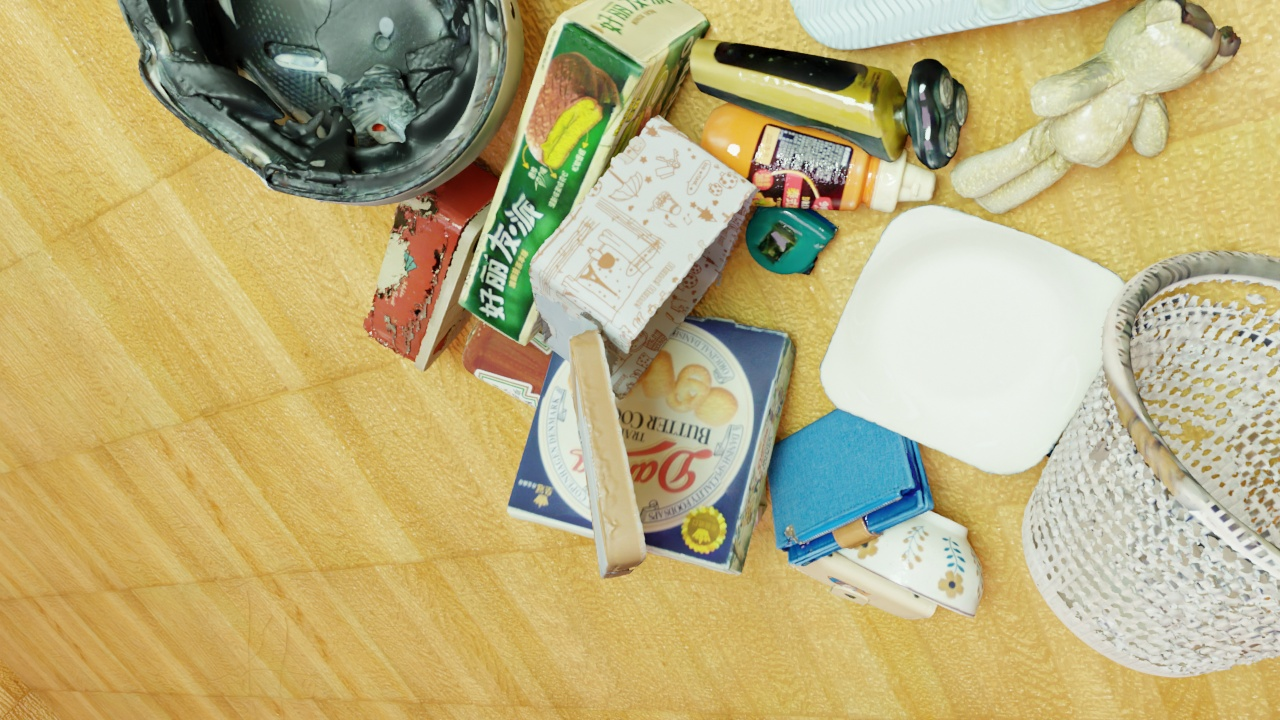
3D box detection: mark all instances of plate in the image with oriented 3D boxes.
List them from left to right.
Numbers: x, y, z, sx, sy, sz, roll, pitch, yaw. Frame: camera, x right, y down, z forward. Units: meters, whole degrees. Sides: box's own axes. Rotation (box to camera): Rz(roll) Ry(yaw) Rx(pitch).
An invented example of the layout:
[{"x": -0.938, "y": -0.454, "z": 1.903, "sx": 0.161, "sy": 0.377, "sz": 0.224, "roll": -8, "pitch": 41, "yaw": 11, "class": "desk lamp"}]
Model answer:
[{"x": 0.218, "y": -0.015, "z": 0.613, "sx": 0.164, "sy": 0.034, "sz": 0.164, "roll": 24, "pitch": 120, "yaw": 9, "class": "plate"}]

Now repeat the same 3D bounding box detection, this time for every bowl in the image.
[{"x": 0.215, "y": 0.146, "z": 0.712, "sx": 0.113, "sy": 0.113, "sz": 0.062, "roll": 23, "pitch": 89, "yaw": 11, "class": "bowl"}]

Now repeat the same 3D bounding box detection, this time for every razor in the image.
[{"x": 0.110, "y": -0.161, "z": 0.546, "sx": 0.167, "sy": 0.062, "sz": 0.068, "roll": 19, "pitch": 153, "yaw": 14, "class": "razor"}]

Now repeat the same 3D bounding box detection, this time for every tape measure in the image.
[{"x": 0.102, "y": -0.086, "z": 0.643, "sx": 0.058, "sy": 0.025, "sz": 0.055, "roll": 33, "pitch": 131, "yaw": 4, "class": "tape measure"}]

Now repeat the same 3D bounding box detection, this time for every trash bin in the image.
[{"x": 0.335, "y": 0.082, "z": 0.533, "sx": 0.227, "sy": 0.226, "sz": 0.193, "roll": 25, "pitch": 143, "yaw": 10, "class": "trash bin"}]

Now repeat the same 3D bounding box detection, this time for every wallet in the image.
[{"x": 0.154, "y": 0.088, "z": 0.697, "sx": 0.040, "sy": 0.106, "sz": 0.133, "roll": 18, "pitch": 141, "yaw": -32, "class": "wallet"}, {"x": 0.183, "y": 0.189, "z": 0.779, "sx": 0.115, "sy": 0.024, "sz": 0.087, "roll": 24, "pitch": 163, "yaw": 7, "class": "wallet"}]

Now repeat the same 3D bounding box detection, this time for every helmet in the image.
[{"x": -0.191, "y": -0.224, "z": 0.604, "sx": 0.274, "sy": 0.156, "sz": 0.230, "roll": 44, "pitch": 97, "yaw": 7, "class": "helmet"}]

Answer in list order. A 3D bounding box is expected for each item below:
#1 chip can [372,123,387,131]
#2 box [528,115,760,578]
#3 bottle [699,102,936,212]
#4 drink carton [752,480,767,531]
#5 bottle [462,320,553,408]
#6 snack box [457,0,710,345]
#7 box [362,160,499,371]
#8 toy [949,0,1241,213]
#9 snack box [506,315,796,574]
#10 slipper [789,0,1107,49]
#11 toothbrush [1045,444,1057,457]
[{"x": -0.278, "y": -0.209, "z": 0.725, "sx": 0.216, "sy": 0.073, "sz": 0.073, "roll": 27, "pitch": 131, "yaw": 9, "class": "chip can"}, {"x": -0.014, "y": -0.001, "z": 0.588, "sx": 0.126, "sy": 0.273, "sz": 0.179, "roll": 13, "pitch": 165, "yaw": 0, "class": "box"}, {"x": 0.114, "y": -0.124, "z": 0.590, "sx": 0.149, "sy": 0.066, "sz": 0.067, "roll": 13, "pitch": 128, "yaw": 11, "class": "bottle"}, {"x": 0.074, "y": 0.080, "z": 0.763, "sx": 0.054, "sy": 0.045, "sz": 0.123, "roll": 10, "pitch": 126, "yaw": 27, "class": "drink carton"}, {"x": -0.052, "y": 0.028, "z": 0.784, "sx": 0.206, "sy": 0.059, "sz": 0.060, "roll": 28, "pitch": 131, "yaw": 6, "class": "bottle"}, {"x": -0.043, "y": -0.129, "z": 0.629, "sx": 0.063, "sy": 0.114, "sz": 0.241, "roll": 33, "pitch": 132, "yaw": 4, "class": "snack box"}, {"x": -0.172, "y": -0.081, "z": 0.747, "sx": 0.079, "sy": 0.091, "sz": 0.169, "roll": 31, "pitch": 132, "yaw": 0, "class": "box"}, {"x": 0.244, "y": -0.137, "z": 0.514, "sx": 0.105, "sy": 0.066, "sz": 0.158, "roll": 17, "pitch": 143, "yaw": -27, "class": "toy"}, {"x": 0.009, "y": 0.052, "z": 0.701, "sx": 0.178, "sy": 0.182, "sz": 0.046, "roll": 11, "pitch": 167, "yaw": 20, "class": "snack box"}, {"x": 0.183, "y": -0.228, "z": 0.471, "sx": 0.246, "sy": 0.074, "sz": 0.104, "roll": -3, "pitch": 124, "yaw": 48, "class": "slipper"}, {"x": 0.292, "y": 0.064, "z": 0.658, "sx": 0.189, "sy": 0.016, "sz": 0.014, "roll": 35, "pitch": 139, "yaw": 0, "class": "toothbrush"}]
